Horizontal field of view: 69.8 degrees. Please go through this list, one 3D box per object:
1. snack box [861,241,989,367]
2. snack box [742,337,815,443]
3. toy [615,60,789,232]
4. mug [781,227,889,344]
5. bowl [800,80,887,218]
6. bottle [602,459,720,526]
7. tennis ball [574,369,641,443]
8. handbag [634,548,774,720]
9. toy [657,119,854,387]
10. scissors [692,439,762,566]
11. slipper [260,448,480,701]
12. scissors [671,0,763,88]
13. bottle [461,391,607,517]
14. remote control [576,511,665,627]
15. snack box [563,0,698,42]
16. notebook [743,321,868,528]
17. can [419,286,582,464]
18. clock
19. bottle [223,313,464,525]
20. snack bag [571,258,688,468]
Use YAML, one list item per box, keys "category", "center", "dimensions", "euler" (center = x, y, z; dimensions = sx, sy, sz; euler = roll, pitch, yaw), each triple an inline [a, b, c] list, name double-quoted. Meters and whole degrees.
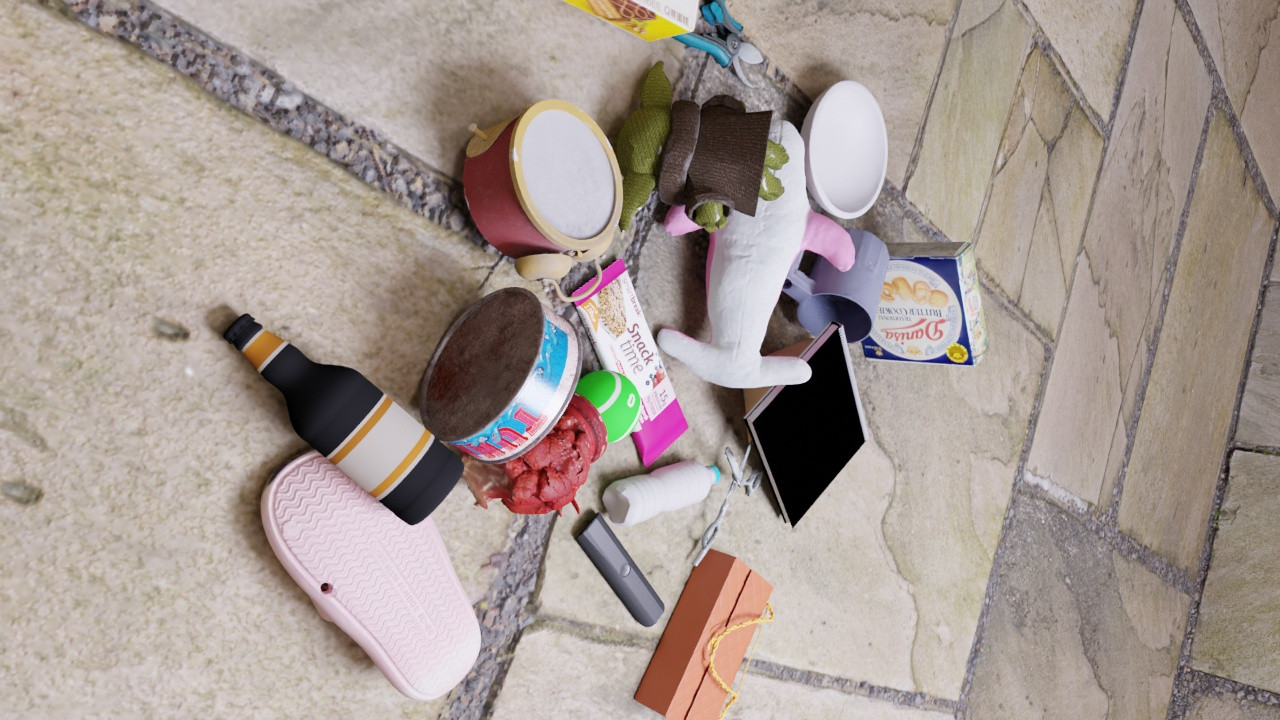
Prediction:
- category: "snack box"
  center: [0.325, -0.066, 1.083]
  dimensions: [0.042, 0.145, 0.145]
  euler: [-38, 120, -37]
- category: "snack box"
  center: [0.171, 0.034, 1.023]
  dimensions: [0.125, 0.040, 0.088]
  euler: [-20, 109, -40]
- category: "toy"
  center: [0.054, -0.181, 0.821]
  dimensions: [0.078, 0.153, 0.179]
  euler: [87, 13, -68]
- category: "mug"
  center: [0.211, -0.094, 1.015]
  dimensions: [0.124, 0.084, 0.103]
  euler: [33, 57, -13]
- category: "bowl"
  center: [0.219, -0.234, 1.029]
  dimensions: [0.149, 0.043, 0.149]
  euler: [-7, 101, -43]
- category: "bottle"
  center: [0.026, 0.126, 0.897]
  dimensions: [0.136, 0.044, 0.044]
  euler: [-11, 103, -42]
- category: "tennis ball"
  center: [-0.032, 0.041, 0.817]
  dimensions: [0.065, 0.065, 0.065]
  euler: [-7, 100, -43]
- category: "handbag"
  center: [0.081, 0.301, 0.966]
  dimensions: [0.109, 0.060, 0.171]
  euler: [44, 66, -42]
- category: "toy"
  center: [0.112, -0.103, 0.919]
  dimensions: [0.187, 0.128, 0.265]
  euler: [12, 88, 1]
- category: "scissors"
  center: [0.097, 0.136, 0.962]
  dimensions: [0.141, 0.014, 0.175]
  euler: [24, 91, -63]
- category: "slipper"
  center: [-0.194, 0.159, 0.687]
  dimensions: [0.106, 0.056, 0.221]
  euler: [-42, 113, -33]
- category: "scissors"
  center: [0.067, -0.321, 0.891]
  dimensions: [0.124, 0.019, 0.155]
  euler: [-42, 121, -31]
- category: "bottle"
  center: [-0.087, 0.084, 0.760]
  dimensions: [0.110, 0.099, 0.099]
  euler: [-35, 119, -46]
- category: "remote control"
  center: [-0.018, 0.203, 0.886]
  dimensions: [0.033, 0.015, 0.147]
  euler: [-49, 125, -27]
- category: "snack box"
  center: [-0.047, -0.357, 0.750]
  dimensions: [0.229, 0.062, 0.110]
  euler: [9, 89, -43]
- category: "notebook"
  center: [0.187, 0.074, 1.000]
  dimensions: [0.148, 0.016, 0.207]
  euler: [-45, 138, -18]
- category: "can"
  center: [-0.107, 0.011, 0.696]
  dimensions: [0.044, 0.130, 0.129]
  euler: [37, 71, -40]
- category: "clock"
  center: [-0.078, -0.123, 0.738]
  dimensions: [0.116, 0.081, 0.159]
  euler: [-37, 111, -46]
- category: "bottle"
  center: [-0.208, 0.036, 0.635]
  dimensions: [0.181, 0.059, 0.059]
  euler: [43, 65, -14]
- category: "snack bag"
  center: [-0.005, 0.005, 0.871]
  dimensions: [0.070, 0.016, 0.197]
  euler: [-40, 121, -34]
